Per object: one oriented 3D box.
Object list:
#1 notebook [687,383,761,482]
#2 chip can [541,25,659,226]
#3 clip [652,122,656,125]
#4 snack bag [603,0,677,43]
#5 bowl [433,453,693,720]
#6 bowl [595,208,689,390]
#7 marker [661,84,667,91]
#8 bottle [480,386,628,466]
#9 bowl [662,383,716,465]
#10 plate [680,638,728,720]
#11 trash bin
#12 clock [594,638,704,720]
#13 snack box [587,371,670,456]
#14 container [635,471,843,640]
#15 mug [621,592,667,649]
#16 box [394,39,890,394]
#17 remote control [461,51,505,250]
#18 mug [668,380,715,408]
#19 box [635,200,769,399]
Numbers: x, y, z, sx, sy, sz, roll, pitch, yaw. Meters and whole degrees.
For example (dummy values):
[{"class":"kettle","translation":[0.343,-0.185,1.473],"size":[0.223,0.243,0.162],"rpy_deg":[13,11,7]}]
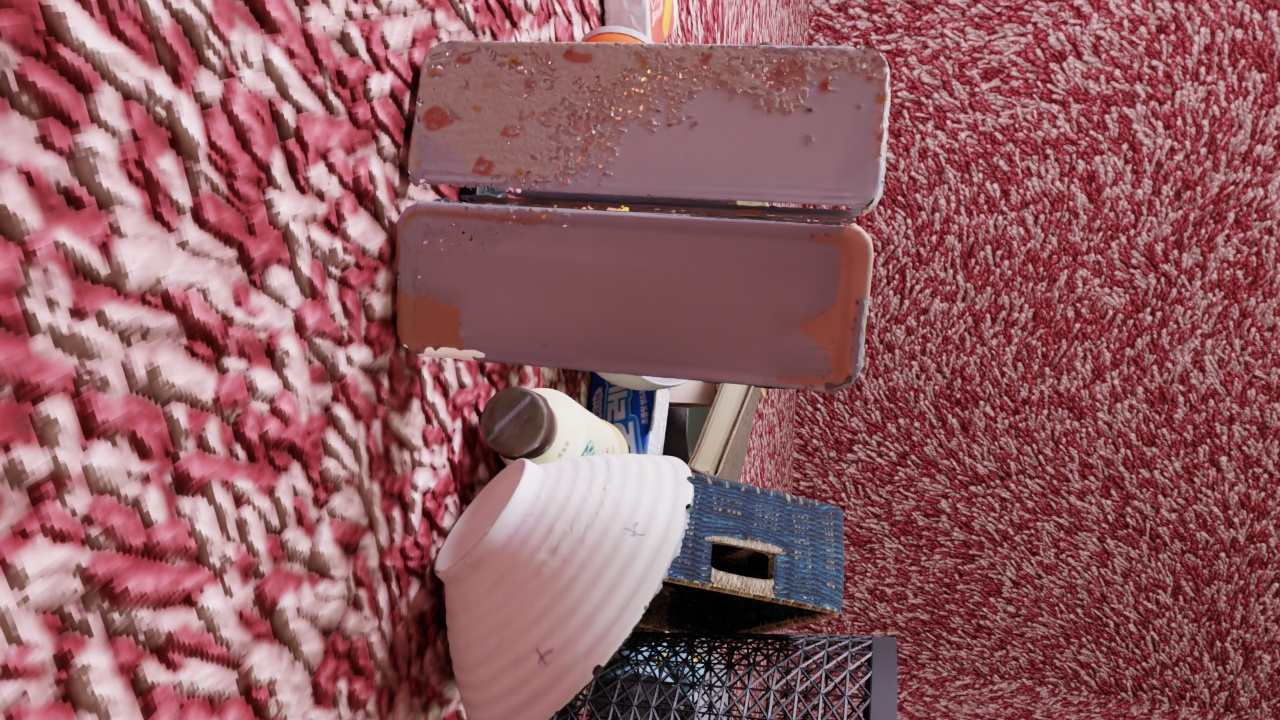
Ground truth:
[{"class":"notebook","translation":[0.061,0.114,0.805],"size":[0.216,0.034,0.189],"rpy_deg":[93,18,-53]},{"class":"chip can","translation":[-0.031,-0.118,0.602],"size":[0.062,0.062,0.210],"rpy_deg":[66,31,-62]},{"class":"clip","translation":[-0.002,-0.214,0.795],"size":[0.022,0.038,0.059],"rpy_deg":[-67,156,-61]},{"class":"snack bag","translation":[0.001,-0.290,0.740],"size":[0.115,0.036,0.077],"rpy_deg":[-67,157,-53]},{"class":"bowl","translation":[-0.058,0.101,0.481],"size":[0.071,0.178,0.176],"rpy_deg":[41,36,-14]},{"class":"bowl","translation":[-0.006,-0.043,0.678],"size":[0.131,0.064,0.131],"rpy_deg":[8,79,-47]},{"class":"marker","translation":[0.011,-0.252,0.825],"size":[0.123,0.018,0.015],"rpy_deg":[6,90,-77]},{"class":"bottle","translation":[-0.052,0.052,0.580],"size":[0.162,0.056,0.056],"rpy_deg":[45,50,-71]},{"class":"bowl","translation":[0.039,0.051,0.945],"size":[0.150,0.057,0.150],"rpy_deg":[2,89,-74]},{"class":"plate","translation":[0.024,0.346,0.876],"size":[0.173,0.019,0.172],"rpy_deg":[-49,-156,31]},{"class":"trash bin","translation":[0.036,0.279,0.610],"size":[0.216,0.243,0.217],"rpy_deg":[5,89,-76]},{"class":"clock","translation":[0.009,0.284,0.816],"size":[0.051,0.089,0.125],"rpy_deg":[-68,173,-62]},{"class":"snack box","translation":[-0.004,0.004,0.757],"size":[0.059,0.059,0.226],"rpy_deg":[45,49,-68]},{"class":"container","translation":[0.033,0.138,0.632],"size":[0.188,0.145,0.071],"rpy_deg":[132,-31,-61]},{"class":"mug","translation":[-0.014,0.174,0.779],"size":[0.097,0.081,0.122],"rpy_deg":[35,33,-82]},{"class":"box","translation":[-0.002,-0.071,0.416],"size":[0.058,0.217,0.154],"rpy_deg":[-22,117,-76]},{"class":"remote control","translation":[-0.084,-0.106,0.501],"size":[0.039,0.010,0.125],"rpy_deg":[-7,101,-76]},{"class":"mug","translation":[0.022,-0.009,0.842],"size":[0.112,0.085,0.104],"rpy_deg":[162,-70,-75]},{"class":"box","translation":[0.103,-0.099,0.897],"size":[0.249,0.123,0.140],"rpy_deg":[63,33,-31]}]
